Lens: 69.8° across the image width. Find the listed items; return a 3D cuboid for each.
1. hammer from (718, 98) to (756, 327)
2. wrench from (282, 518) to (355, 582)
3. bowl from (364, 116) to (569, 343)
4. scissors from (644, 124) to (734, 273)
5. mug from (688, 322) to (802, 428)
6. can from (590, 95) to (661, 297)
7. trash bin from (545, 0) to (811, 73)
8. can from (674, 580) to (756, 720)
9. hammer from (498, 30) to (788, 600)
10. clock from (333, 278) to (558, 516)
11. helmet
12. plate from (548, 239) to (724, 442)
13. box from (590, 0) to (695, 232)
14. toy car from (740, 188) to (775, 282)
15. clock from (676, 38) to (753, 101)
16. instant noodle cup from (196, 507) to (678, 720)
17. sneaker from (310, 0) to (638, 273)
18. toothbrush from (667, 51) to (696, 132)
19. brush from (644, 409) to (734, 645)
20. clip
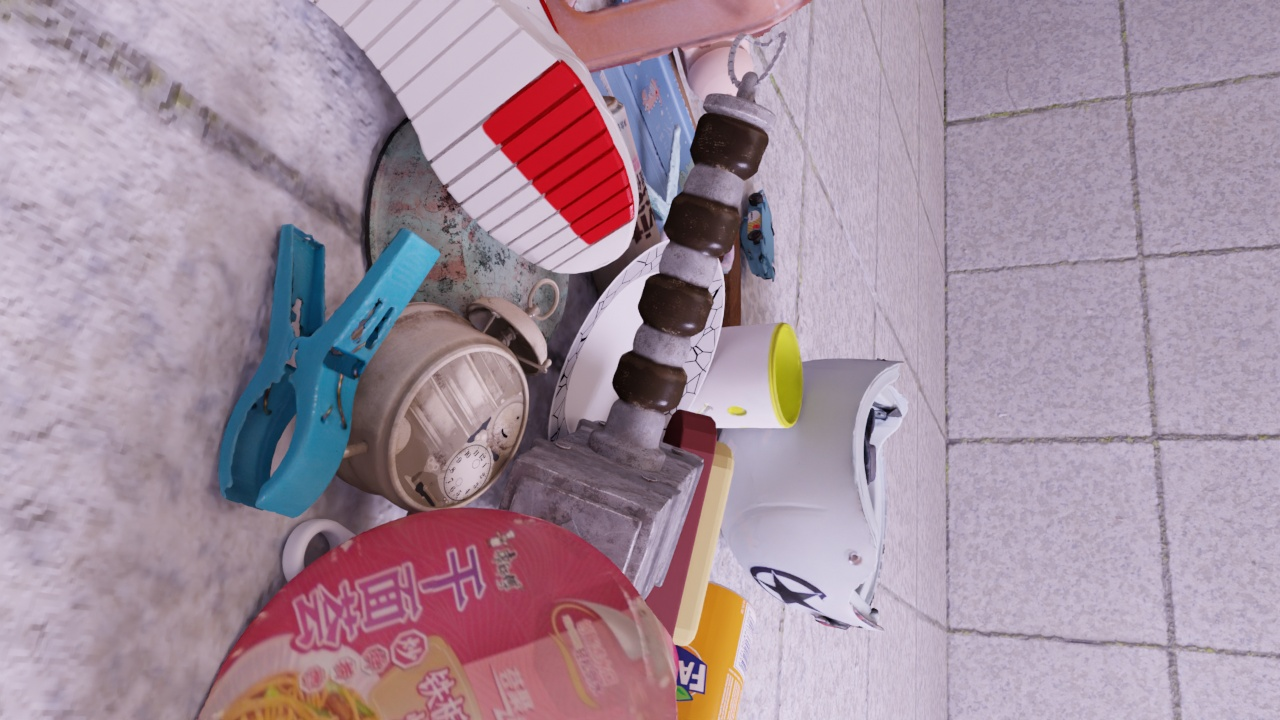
[{"bbox_3d":[0.085,-0.120,0.879,0.115,0.033,0.322,11,78,-63],"label":"hammer"},{"bbox_3d":[-0.091,0.149,0.483,0.273,0.018,0.066,54,41,-48],"label":"wrench"},{"bbox_3d":[-0.081,-0.059,0.498,0.157,0.039,0.157,-2,90,-65],"label":"bowl"},{"bbox_3d":[0.033,-0.100,0.738,0.172,0.014,0.170,-6,101,-52],"label":"scissors"},{"bbox_3d":[0.068,0.014,0.735,0.082,0.106,0.082,-3,90,-66],"label":"mug"},{"bbox_3d":[-0.020,-0.105,0.619,0.054,0.054,0.136,-58,138,-51],"label":"can"},{"bbox_3d":[0.013,-0.325,0.567,0.157,0.182,0.259,58,38,-44],"label":"trash bin"},{"bbox_3d":[0.034,0.237,0.670,0.142,0.079,0.079,-70,147,-40],"label":"can"},{"bbox_3d":[0.016,-0.021,0.494,0.176,0.079,0.326,-14,123,-78],"label":"hammer"},{"bbox_3d":[-0.080,0.012,0.423,0.140,0.055,0.093,-48,142,-25],"label":"clock"},{"bbox_3d":[0.153,0.119,0.844,0.264,0.164,0.236,59,40,-57],"label":"helmet"},{"bbox_3d":[-0.004,0.004,0.620,0.188,0.016,0.189,-39,143,-37],"label":"plate"},{"bbox_3d":[0.012,-0.183,0.743,0.209,0.021,0.125,62,33,-44],"label":"box"},{"bbox_3d":[0.121,-0.130,0.961,0.060,0.027,0.107,61,25,-44],"label":"toy car"},{"bbox_3d":[0.059,-0.288,0.736,0.160,0.086,0.131,-85,161,-56],"label":"clock"},{"bbox_3d":[-0.072,0.154,0.361,0.078,0.179,0.178,81,20,-52],"label":"instant noodle cup"},{"bbox_3d":[-0.072,-0.157,0.432,0.236,0.091,0.104,49,36,-21],"label":"sneaker"},{"bbox_3d":[0.028,-0.242,0.787,0.016,0.016,0.167,-73,151,-41],"label":"toothbrush"},{"bbox_3d":[0.027,0.123,0.636,0.082,0.042,0.173,160,-56,-83],"label":"brush"},{"bbox_3d":[-0.140,0.000,0.370,0.027,0.104,0.120,36,62,-54],"label":"clip"}]
